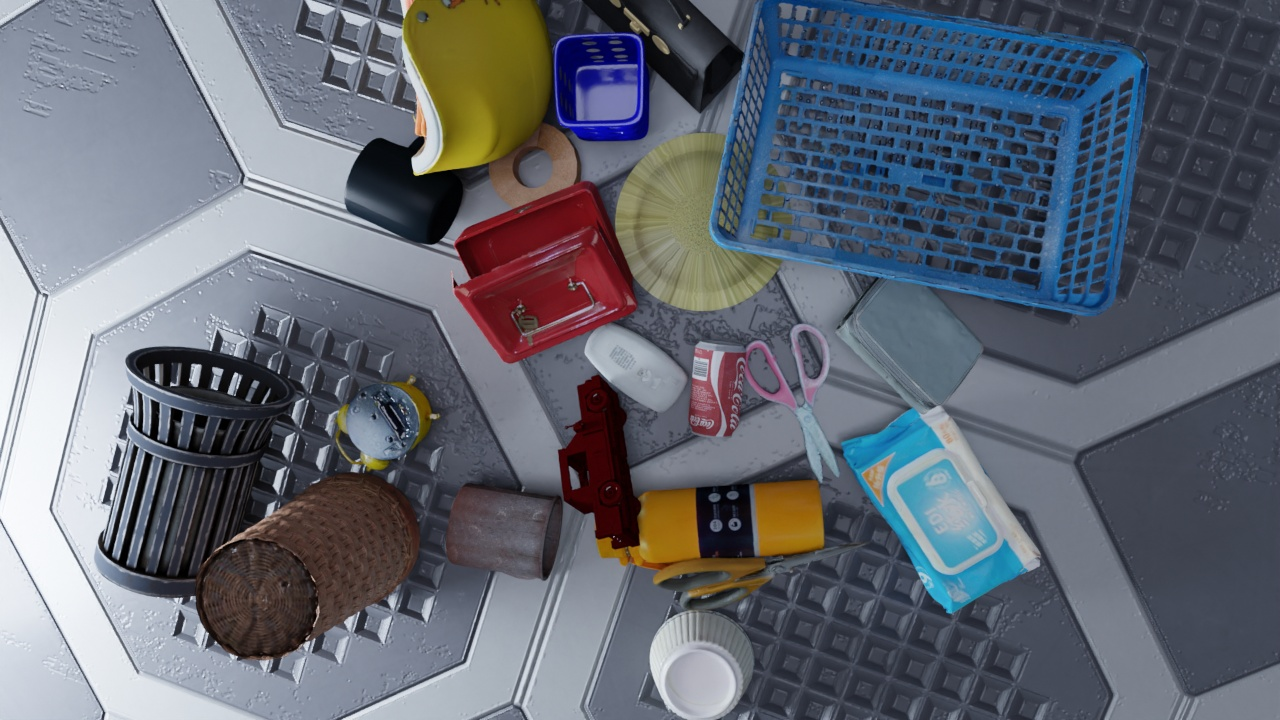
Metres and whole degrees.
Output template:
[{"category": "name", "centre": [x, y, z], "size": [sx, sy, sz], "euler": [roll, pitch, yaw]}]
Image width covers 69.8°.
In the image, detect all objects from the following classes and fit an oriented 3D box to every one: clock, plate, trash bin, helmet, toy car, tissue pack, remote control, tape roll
[{"category": "clock", "centre": [-0.281, 0.070, 0.996], "size": [0.119, 0.057, 0.083], "euler": [-33, 92, 8]}, {"category": "plate", "centre": [0.063, -0.143, 0.945], "size": [0.184, 0.036, 0.184], "euler": [1, 96, 6]}, {"category": "trash bin", "centre": [-0.332, 0.209, 0.940], "size": [0.151, 0.210, 0.151], "euler": [1, 96, 6]}, {"category": "helmet", "centre": [-0.158, -0.301, 0.882], "size": [0.139, 0.210, 0.239], "euler": [-5, 59, -13]}, {"category": "trash bin", "centre": [-0.481, 0.121, 0.976], "size": [0.164, 0.164, 0.227], "euler": [20, 101, 4]}, {"category": "toy car", "centre": [-0.044, 0.106, 0.936], "size": [0.062, 0.070, 0.169], "euler": [-16, 63, 13]}, {"category": "tissue pack", "centre": [0.305, 0.146, 0.936], "size": [0.117, 0.066, 0.209], "euler": [-33, 90, 7]}, {"category": "remote control", "centre": [-0.006, 0.006, 0.973], "size": [0.114, 0.028, 0.060], "euler": [34, 99, 2]}, {"category": "tape roll", "centre": [-0.110, -0.201, 0.963], "size": [0.094, 0.027, 0.094], "euler": [1, 96, 6]}]

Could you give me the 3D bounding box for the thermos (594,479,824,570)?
[{"category": "thermos", "centre": [0.071, 0.178, 0.957], "size": [0.233, 0.076, 0.091], "euler": [-5, 90, 6]}]

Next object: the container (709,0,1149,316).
[{"category": "container", "centre": [0.263, -0.188, 0.870], "size": [0.362, 0.089, 0.257], "euler": [12, 82, 5]}]

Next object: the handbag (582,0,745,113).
[{"category": "handbag", "centre": [0.013, -0.333, 0.851], "size": [0.176, 0.195, 0.072], "euler": [44, 98, 1]}]

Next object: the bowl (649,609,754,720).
[{"category": "bowl", "centre": [0.065, 0.332, 0.982], "size": [0.115, 0.062, 0.115], "euler": [1, 96, 6]}]

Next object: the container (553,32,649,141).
[{"category": "container", "centre": [-0.034, -0.265, 0.904], "size": [0.084, 0.113, 0.085], "euler": [0, 96, 4]}]

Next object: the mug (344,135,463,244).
[{"category": "mug", "centre": [-0.235, -0.188, 0.959], "size": [0.094, 0.085, 0.121], "euler": [25, 69, 3]}]

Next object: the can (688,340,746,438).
[{"category": "can", "centre": [0.079, 0.030, 0.953], "size": [0.054, 0.054, 0.096], "euler": [6, 96, 6]}]

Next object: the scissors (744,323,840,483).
[{"category": "scissors", "centre": [0.183, 0.045, 0.964], "size": [0.101, 0.016, 0.178], "euler": [-29, 92, 8]}]

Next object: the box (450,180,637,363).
[{"category": "box", "centre": [-0.096, -0.092, 0.935], "size": [0.157, 0.126, 0.137], "euler": [-21, 130, 6]}]

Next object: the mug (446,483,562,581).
[{"category": "mug", "centre": [-0.144, 0.193, 0.987], "size": [0.110, 0.096, 0.123], "euler": [11, 128, 10]}]

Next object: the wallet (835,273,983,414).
[{"category": "wallet", "centre": [0.269, -0.022, 0.916], "size": [0.131, 0.054, 0.100], "euler": [44, 72, 0]}]

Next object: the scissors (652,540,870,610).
[{"category": "scissors", "centre": [0.131, 0.219, 0.946], "size": [0.229, 0.016, 0.114], "euler": [-16, 138, 17]}]
